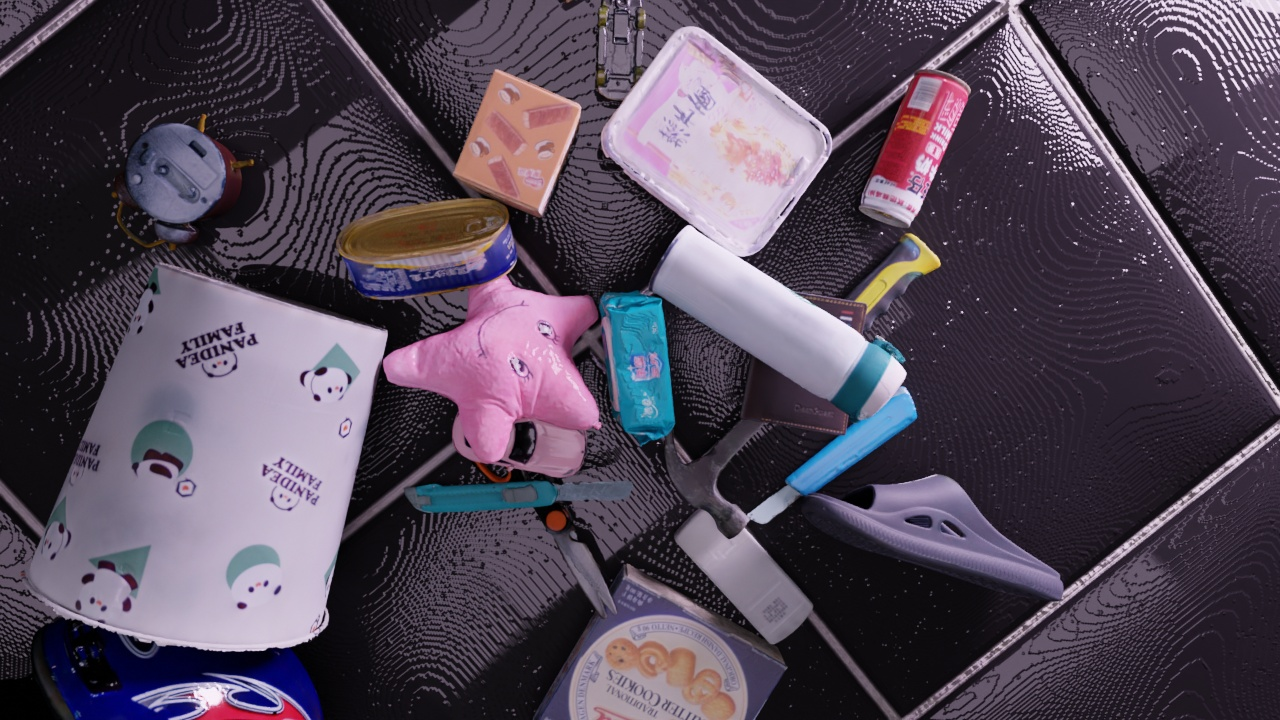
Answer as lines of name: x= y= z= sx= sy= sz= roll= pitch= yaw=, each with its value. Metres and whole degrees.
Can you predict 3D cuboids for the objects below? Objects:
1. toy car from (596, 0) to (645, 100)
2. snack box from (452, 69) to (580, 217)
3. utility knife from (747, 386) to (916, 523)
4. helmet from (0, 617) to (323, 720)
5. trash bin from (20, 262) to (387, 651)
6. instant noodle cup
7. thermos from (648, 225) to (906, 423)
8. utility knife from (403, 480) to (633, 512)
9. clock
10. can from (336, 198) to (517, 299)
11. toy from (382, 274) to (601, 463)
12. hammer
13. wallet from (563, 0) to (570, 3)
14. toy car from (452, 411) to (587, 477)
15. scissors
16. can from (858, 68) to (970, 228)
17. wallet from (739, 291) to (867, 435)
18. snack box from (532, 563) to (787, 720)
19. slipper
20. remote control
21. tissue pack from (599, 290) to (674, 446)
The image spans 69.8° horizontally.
toy car: x=-0.018 y=-0.276 z=0.813 sx=0.042 sy=0.035 sz=0.090 roll=2 pitch=96 yaw=-3
snack box: x=-0.104 y=-0.182 z=0.787 sx=0.077 sy=0.093 sz=0.094 roll=22 pitch=94 yaw=-6
utility knife: x=0.183 y=0.095 z=0.877 sx=0.194 sy=0.018 sz=0.034 roll=-37 pitch=86 yaw=1
helmet: x=-0.400 y=0.303 z=0.720 sx=0.240 sy=0.247 sz=0.315 roll=-54 pitch=136 yaw=-7
trash bin: x=-0.329 y=0.069 z=0.740 sx=0.229 sy=0.229 sz=0.252 roll=18 pitch=89 yaw=-6
instant noodle cup: x=0.065 y=-0.190 z=0.817 sx=0.173 sy=0.060 sz=0.138 roll=36 pitch=92 yaw=-6
thermos: x=0.119 y=-0.031 z=0.784 sx=0.224 sy=0.073 sz=0.073 roll=33 pitch=93 yaw=8
utility knife: x=-0.113 y=0.120 z=0.826 sx=0.223 sy=0.013 sz=0.029 roll=-6 pitch=103 yaw=16
clock: x=-0.398 y=-0.149 z=0.788 sx=0.082 sy=0.055 sz=0.122 roll=45 pitch=92 yaw=-8
can: x=-0.183 y=-0.096 z=0.794 sx=0.148 sy=0.074 sz=0.049 roll=-9 pitch=135 yaw=-1
toy: x=-0.101 y=-0.001 z=0.792 sx=0.178 sy=0.075 sz=0.194 roll=37 pitch=55 yaw=3
hammer: x=0.148 y=0.007 z=0.851 sx=0.126 sy=0.032 sz=0.323 roll=44 pitch=89 yaw=3
wallet: x=-0.039 y=-0.381 z=0.804 sx=0.115 sy=0.033 sz=0.090 roll=-30 pitch=98 yaw=3
toy car: x=-0.108 y=0.070 z=0.815 sx=0.122 sy=0.037 sz=0.056 roll=10 pitch=94 yaw=7
scissors: x=-0.095 y=0.140 z=0.845 sx=0.143 sy=0.021 sz=0.235 roll=-7 pitch=91 yaw=8
can: x=0.247 y=-0.191 z=0.833 sx=0.053 sy=0.053 sz=0.133 roll=22 pitch=94 yaw=-6
wallet: x=0.147 y=0.001 z=0.827 sx=0.096 sy=0.020 sz=0.122 roll=10 pitch=89 yaw=3
snack box: x=0.016 y=0.317 z=0.874 sx=0.178 sy=0.046 sz=0.182 roll=30 pitch=92 yaw=-6
slipper: x=0.274 y=0.154 z=0.857 sx=0.268 sy=0.111 sz=0.083 roll=20 pitch=78 yaw=-11
remote control: x=0.099 y=0.202 z=0.880 sx=0.058 sy=0.021 sz=0.150 roll=-42 pitch=97 yaw=-2
tissue pack: x=-0.005 y=0.005 z=0.815 sx=0.050 sy=0.093 sz=0.133 roll=-8 pitch=96 yaw=-8
